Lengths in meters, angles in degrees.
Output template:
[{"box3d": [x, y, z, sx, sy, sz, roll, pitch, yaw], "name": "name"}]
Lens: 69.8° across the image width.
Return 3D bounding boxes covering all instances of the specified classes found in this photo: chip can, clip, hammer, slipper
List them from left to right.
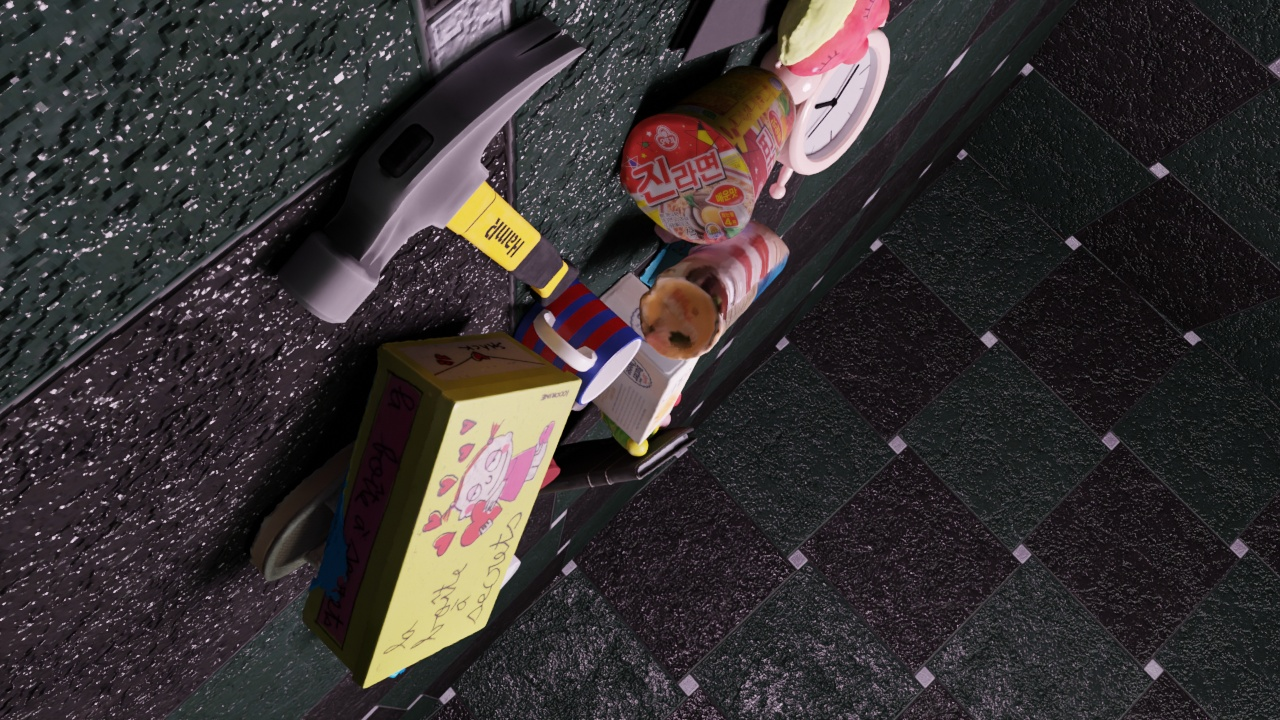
[{"box3d": [-0.170, 0.078, 0.699, 0.271, 0.054, 0.115, -39, 162, -44], "name": "slipper"}, {"box3d": [-0.078, -0.078, 0.543, 0.170, 0.034, 0.324, -49, 172, 0], "name": "hammer"}, {"box3d": [0.033, -0.102, 0.870, 0.120, 0.033, 0.118, -50, -174, 37], "name": "clip"}, {"box3d": [0.073, -0.075, 0.827, 0.080, 0.080, 0.228, -53, 175, 30], "name": "chip can"}]

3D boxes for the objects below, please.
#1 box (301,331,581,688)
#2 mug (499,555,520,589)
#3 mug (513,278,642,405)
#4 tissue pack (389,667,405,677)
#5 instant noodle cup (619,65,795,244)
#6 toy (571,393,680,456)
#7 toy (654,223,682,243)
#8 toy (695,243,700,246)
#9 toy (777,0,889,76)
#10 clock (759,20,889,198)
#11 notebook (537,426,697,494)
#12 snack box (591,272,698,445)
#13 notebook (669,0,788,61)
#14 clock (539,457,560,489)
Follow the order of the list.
[{"box3d": [-0.135, 0.097, 0.614, 0.124, 0.079, 0.221, -7, 123, -56], "name": "box"}, {"box3d": [-0.186, 0.195, 0.922, 0.082, 0.105, 0.082, -45, 170, -10], "name": "mug"}, {"box3d": [-0.055, -0.016, 0.733, 0.075, 0.076, 0.112, -49, 170, 8], "name": "mug"}, {"box3d": [-0.249, 0.247, 0.898, 0.061, 0.093, 0.145, -48, 174, -44], "name": "tissue pack"}, {"box3d": [0.059, -0.155, 0.652, 0.112, 0.100, 0.101, -50, 173, -36], "name": "instant noodle cup"}, {"box3d": [-0.011, 0.055, 1.092, 0.097, 0.124, 0.131, -15, -144, 51], "name": "toy"}, {"box3d": [0.059, -0.145, 0.813, 0.110, 0.047, 0.063, -53, 178, 14], "name": "toy"}, {"box3d": [0.056, -0.081, 1.000, 0.170, 0.064, 0.155, -37, 171, -42], "name": "toy"}, {"box3d": [0.139, -0.240, 0.649, 0.092, 0.045, 0.135, -49, 162, 26], "name": "toy"}, {"box3d": [0.146, -0.234, 0.785, 0.131, 0.086, 0.161, -45, 161, -15], "name": "clock"}, {"box3d": [-0.051, 0.124, 1.135, 0.209, 0.029, 0.169, -9, -170, 29], "name": "notebook"}, {"box3d": [-0.006, 0.006, 0.951, 0.057, 0.104, 0.208, -44, 170, -22], "name": "snack box"}, {"box3d": [0.116, -0.294, 0.549, 0.168, 0.019, 0.232, -36, 165, -45], "name": "notebook"}, {"box3d": [-0.138, 0.124, 0.979, 0.087, 0.044, 0.125, -12, 156, -48], "name": "clock"}]
